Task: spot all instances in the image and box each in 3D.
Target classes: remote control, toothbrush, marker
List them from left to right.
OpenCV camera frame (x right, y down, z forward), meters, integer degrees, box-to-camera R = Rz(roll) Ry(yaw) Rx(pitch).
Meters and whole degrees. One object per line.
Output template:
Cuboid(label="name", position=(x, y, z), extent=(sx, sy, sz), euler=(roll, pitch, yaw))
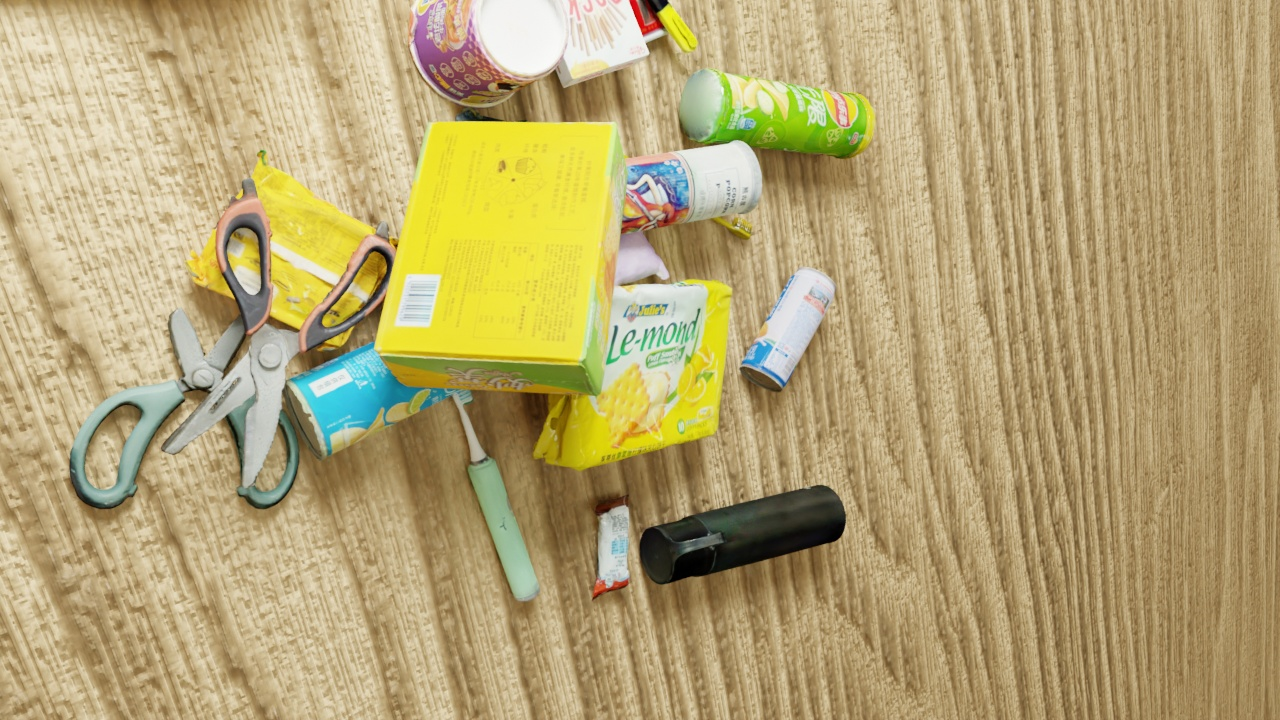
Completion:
Cuboid(label="toothbrush", position=(-0.135, 0.121, 0.834), extent=(0.027, 0.026, 0.224), euler=(-19, 109, -9))
Cuboid(label="remote control", position=(-0.027, -0.310, 0.845), extent=(0.135, 0.020, 0.056), euler=(-32, 115, -28))
Cuboid(label="marker", position=(0.014, -0.337, 0.849), extent=(0.124, 0.015, 0.018), euler=(48, 63, -30))
Cuboid(label="toothbrush", position=(0.045, -0.166, 0.923), extent=(0.190, 0.016, 0.016), euler=(23, 79, -35))

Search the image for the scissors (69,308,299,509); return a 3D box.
Cuboid(label="scissors", position=(-0.343, 0.053, 0.681), extent=(0.180, 0.019, 0.170), euler=(-26, 113, -28))

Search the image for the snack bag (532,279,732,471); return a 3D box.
Cuboid(label="snack bag", position=(-0.005, 0.005, 0.850), extent=(0.245, 0.068, 0.158), euler=(-8, 106, -52))

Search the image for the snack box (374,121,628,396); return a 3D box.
Cuboid(label="snack box", position=(-0.099, -0.081, 0.706), extent=(0.070, 0.158, 0.209), euler=(74, 20, -64))

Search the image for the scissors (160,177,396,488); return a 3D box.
Cuboid(label="scissors", position=(-0.260, -0.024, 0.662), extent=(0.188, 0.015, 0.226), euler=(-15, 98, -28))

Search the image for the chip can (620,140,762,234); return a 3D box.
Cuboid(label="chip can", position=(0.004, -0.155, 0.845), extent=(0.214, 0.071, 0.071), euler=(-14, 105, -25))

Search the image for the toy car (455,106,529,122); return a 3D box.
Cuboid(label="toy car", position=(-0.118, -0.189, 0.788), extent=(0.090, 0.043, 0.034), euler=(4, 129, -40))

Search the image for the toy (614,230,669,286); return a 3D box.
Cuboid(label="toy", position=(-0.029, -0.098, 0.867), extent=(0.107, 0.039, 0.084), euler=(-27, 94, -28))

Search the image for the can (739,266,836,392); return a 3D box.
Cuboid(label="can", position=(0.162, -0.035, 1.002), extent=(0.053, 0.053, 0.134), euler=(40, 74, -33))

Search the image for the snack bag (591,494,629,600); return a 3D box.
Cuboid(label="snack bag", position=(-0.029, 0.188, 0.919), extent=(0.048, 0.026, 0.104), euler=(-9, 102, -41))

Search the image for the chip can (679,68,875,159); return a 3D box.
Cuboid(label="chip can", position=(0.141, -0.251, 0.942), extent=(0.220, 0.073, 0.072), euler=(-3, 99, -34))

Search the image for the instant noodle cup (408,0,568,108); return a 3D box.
Cuboid(label="instant noodle cup", position=(-0.117, -0.264, 0.742), extent=(0.111, 0.099, 0.111), euler=(-8, 103, -34))

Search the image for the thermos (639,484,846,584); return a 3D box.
Cuboid(label="thermos", position=(0.121, 0.186, 0.986), extent=(0.242, 0.090, 0.068), euler=(-7, 80, -35))

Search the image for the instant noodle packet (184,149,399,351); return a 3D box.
Cuboid(label="instant noodle packet", position=(-0.263, -0.080, 0.700), extent=(0.128, 0.044, 0.110), euler=(34, 80, -32))

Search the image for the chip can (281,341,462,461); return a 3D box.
Cuboid(label="chip can", position=(-0.180, 0.005, 0.756), extent=(0.209, 0.071, 0.071), euler=(-28, 112, -28))

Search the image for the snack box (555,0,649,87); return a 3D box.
Cuboid(label="snack box", position=(-0.059, -0.325, 0.797), extent=(0.084, 0.027, 0.157), euler=(-28, 100, -26))
